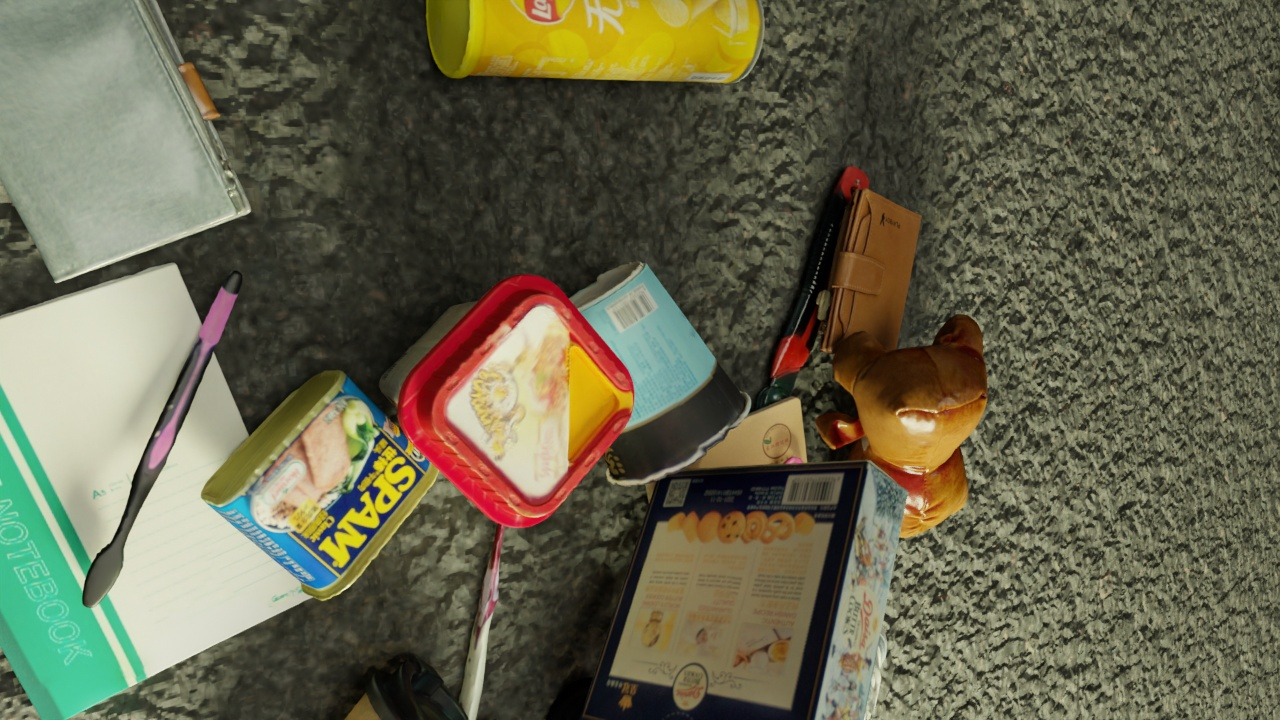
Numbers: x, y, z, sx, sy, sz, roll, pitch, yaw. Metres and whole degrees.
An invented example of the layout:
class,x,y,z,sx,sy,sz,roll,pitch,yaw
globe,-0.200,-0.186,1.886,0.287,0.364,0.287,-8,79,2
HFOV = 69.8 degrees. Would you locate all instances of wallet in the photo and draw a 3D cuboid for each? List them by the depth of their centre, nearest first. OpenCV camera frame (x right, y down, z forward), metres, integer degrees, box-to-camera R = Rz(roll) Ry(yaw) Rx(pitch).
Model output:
class,x,y,z,sx,sy,sz,roll,pitch,yaw
wallet,-0.270,-0.118,0.460,0.106,0.037,0.130,-25,107,-17
wallet,0.187,-0.065,0.747,0.107,0.031,0.132,10,91,-48

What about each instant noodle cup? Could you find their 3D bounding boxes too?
class,x,y,z,sx,sy,sz,roll,pitch,yaw
instant noodle cup,-0.086,0.019,0.539,0.116,0.124,0.116,-49,118,-18
instant noodle cup,-0.004,0.004,0.609,0.111,0.111,0.120,-37,105,-24

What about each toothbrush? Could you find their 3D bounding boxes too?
class,x,y,z,sx,sy,sz,roll,pitch,yaw
toothbrush,-0.253,0.039,0.488,0.014,0.018,0.189,26,79,-32
toothbrush,-0.099,0.161,0.612,0.017,0.016,0.187,12,89,-43

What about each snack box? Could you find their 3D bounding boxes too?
class,x,y,z,sx,sy,sz,roll,pitch,yaw
snack box,0.059,0.154,0.564,0.045,0.178,0.182,35,61,-33

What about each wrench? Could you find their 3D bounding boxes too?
class,x,y,z,sx,sy,sz,roll,pitch,yaw
wrench,0.127,-0.031,0.733,0.056,0.016,0.273,30,80,-32

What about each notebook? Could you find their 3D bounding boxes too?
class,x,y,z,sx,sy,sz,roll,pitch,yaw
notebook,-0.282,0.070,0.488,0.150,0.012,0.209,-25,109,-27
notebook,0.078,0.146,0.716,0.147,0.008,0.208,-19,109,-28

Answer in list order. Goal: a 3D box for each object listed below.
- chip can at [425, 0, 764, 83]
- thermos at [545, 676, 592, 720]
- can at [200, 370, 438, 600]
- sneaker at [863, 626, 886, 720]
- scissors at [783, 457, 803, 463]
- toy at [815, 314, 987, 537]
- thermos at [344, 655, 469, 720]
class,x,y,z,sx,sy,sz,roll,pitch,yaw
chip can,-0.023,-0.214,0.583,0.213,0.072,0.072,-9,100,-31
thermos,0.029,0.323,0.683,0.090,0.068,0.242,-46,119,5
can,-0.178,0.068,0.516,0.083,0.057,0.101,52,58,-28
sneaker,0.150,0.256,0.702,0.241,0.091,0.089,-13,108,-51
scissors,0.095,0.139,0.711,0.134,0.017,0.133,2,103,-35
toy,0.208,0.063,0.732,0.140,0.130,0.200,-9,123,0
thermos,-0.163,0.256,0.543,0.143,0.093,0.093,-45,117,-11
